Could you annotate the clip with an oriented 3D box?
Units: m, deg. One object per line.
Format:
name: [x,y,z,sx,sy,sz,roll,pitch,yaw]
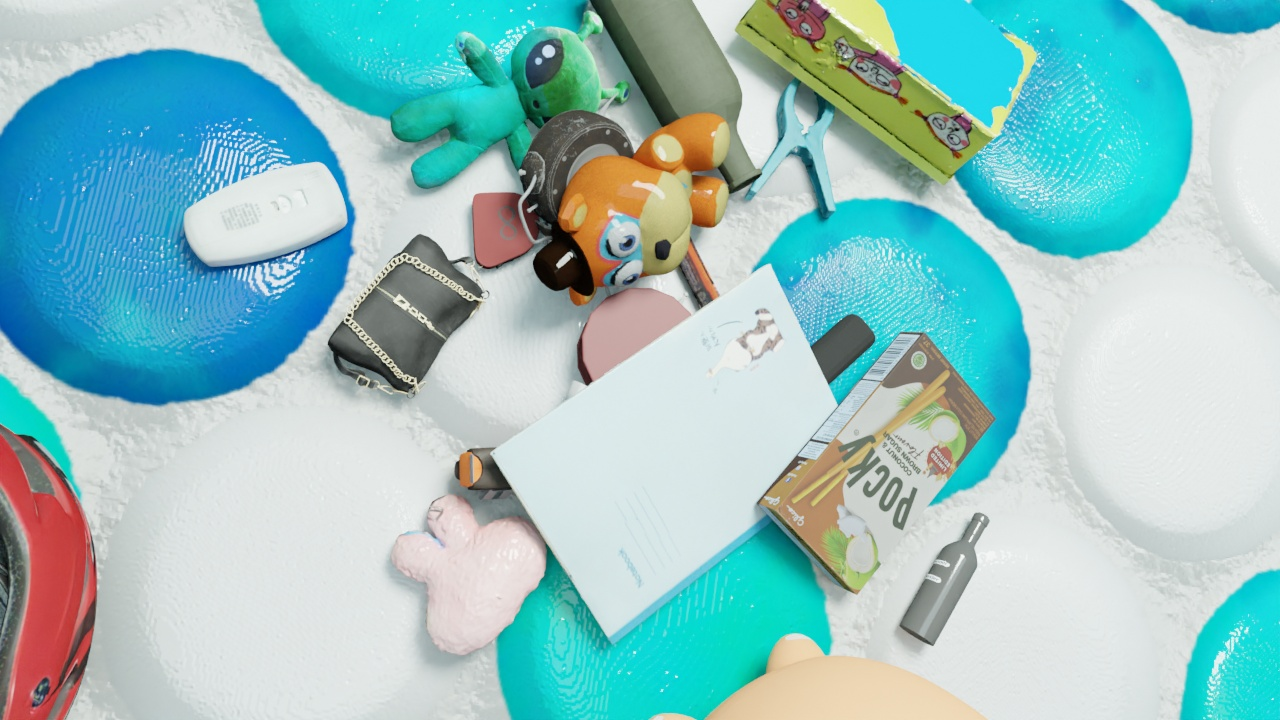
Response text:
clip: [0.124,-0.186,0.770,0.103,0.027,0.120,15,80,-10]

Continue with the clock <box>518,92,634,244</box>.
clock: [-0.053,-0.142,0.703,0.122,0.091,0.044,-39,49,-21]

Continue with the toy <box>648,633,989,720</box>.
toy: [0.132,0.324,0.591,0.262,0.266,0.280,-22,57,-26]

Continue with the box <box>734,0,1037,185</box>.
box: [0.204,-0.260,0.754,0.221,0.080,0.124,35,62,-6]

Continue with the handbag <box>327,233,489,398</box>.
handbag: [-0.172,-0.033,0.690,0.079,0.054,0.128,39,75,-14]

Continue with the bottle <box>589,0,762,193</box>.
bottle: [0.033,-0.231,0.736,0.071,0.071,0.207,-29,88,-12]

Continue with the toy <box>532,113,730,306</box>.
toy: [-0.005,-0.109,0.674,0.175,0.112,0.096,-29,56,-16]

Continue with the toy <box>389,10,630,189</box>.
toy: [-0.099,-0.203,0.714,0.193,0.072,0.131,-27,126,-9]

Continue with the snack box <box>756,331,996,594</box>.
snack box: [0.189,0.079,0.727,0.101,0.032,0.185,46,77,-16]

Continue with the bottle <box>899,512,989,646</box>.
bottle: [0.249,0.172,0.737,0.030,0.030,0.113,35,78,-4]

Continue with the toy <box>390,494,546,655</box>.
toy: [-0.127,0.150,0.669,0.105,0.053,0.108,40,78,9]

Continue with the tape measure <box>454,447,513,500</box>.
tape measure: [-0.107,0.083,0.675,0.058,0.059,0.038,2,82,-32]

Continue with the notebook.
notebook: [0.038,0.069,0.688,0.253,0.009,0.181,-35,110,-16]

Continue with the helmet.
helmet: [-0.438,0.160,0.552,0.217,0.167,0.271,-3,77,4]

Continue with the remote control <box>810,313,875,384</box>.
remote control: [0.131,0.018,0.746,0.146,0.015,0.033,-40,90,-12]

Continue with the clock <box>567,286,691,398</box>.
clock: [-0.004,0.004,0.708,0.096,0.048,0.137,10,81,-8]

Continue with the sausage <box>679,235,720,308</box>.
sausage: [0.035,-0.092,0.743,0.020,0.020,0.155,-26,87,-12]

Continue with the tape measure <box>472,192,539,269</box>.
tape measure: [-0.106,-0.101,0.721,0.051,0.019,0.059,-2,89,-12]

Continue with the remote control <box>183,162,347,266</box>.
remote control: [-0.280,-0.108,0.687,0.114,0.028,0.060,-24,87,-12]
